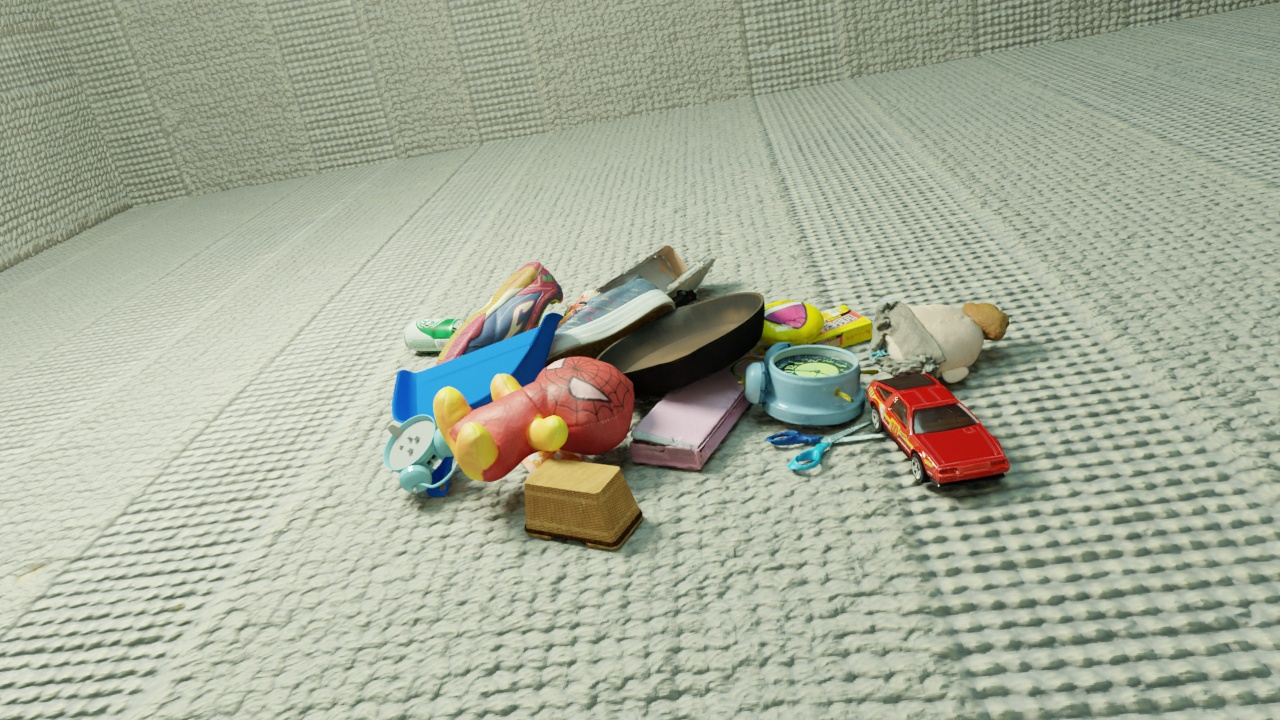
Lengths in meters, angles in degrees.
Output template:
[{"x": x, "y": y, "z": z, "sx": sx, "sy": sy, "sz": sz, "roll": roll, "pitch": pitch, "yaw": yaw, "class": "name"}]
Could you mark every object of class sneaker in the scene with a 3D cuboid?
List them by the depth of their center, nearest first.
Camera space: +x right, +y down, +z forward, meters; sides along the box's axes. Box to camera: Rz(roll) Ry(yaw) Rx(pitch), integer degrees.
[{"x": -0.068, "y": -0.043, "z": 1.248, "sx": 0.235, "sy": 0.088, "sz": 0.079, "roll": -28, "pitch": 62, "yaw": -19, "class": "sneaker"}, {"x": -0.202, "y": -0.042, "z": 1.368, "sx": 0.241, "sy": 0.091, "sz": 0.116, "roll": -49, "pitch": 24, "yaw": -23, "class": "sneaker"}]

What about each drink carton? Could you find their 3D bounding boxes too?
[{"x": -0.098, "y": 0.110, "z": 1.042, "sx": 0.069, "sy": 0.039, "sz": 0.122, "roll": -21, "pitch": 32, "yaw": -19, "class": "drink carton"}]

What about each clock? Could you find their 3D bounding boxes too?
[{"x": -0.244, "y": 0.104, "z": 1.030, "sx": 0.123, "sy": 0.042, "sz": 0.087, "roll": 24, "pitch": 71, "yaw": 47, "class": "clock"}, {"x": 0.182, "y": 0.024, "z": 1.052, "sx": 0.162, "sy": 0.060, "sz": 0.117, "roll": 9, "pitch": 25, "yaw": 27, "class": "clock"}]

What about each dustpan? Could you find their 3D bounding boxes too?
[{"x": -0.218, "y": 0.062, "z": 1.126, "sx": 0.246, "sy": 0.059, "sz": 0.257, "roll": -19, "pitch": 46, "yaw": 21, "class": "dustpan"}]

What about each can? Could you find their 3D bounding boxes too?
[{"x": -0.316, "y": -0.039, "z": 1.432, "sx": 0.101, "sy": 0.053, "sz": 0.053, "roll": 0, "pitch": 27, "yaw": 23, "class": "can"}]

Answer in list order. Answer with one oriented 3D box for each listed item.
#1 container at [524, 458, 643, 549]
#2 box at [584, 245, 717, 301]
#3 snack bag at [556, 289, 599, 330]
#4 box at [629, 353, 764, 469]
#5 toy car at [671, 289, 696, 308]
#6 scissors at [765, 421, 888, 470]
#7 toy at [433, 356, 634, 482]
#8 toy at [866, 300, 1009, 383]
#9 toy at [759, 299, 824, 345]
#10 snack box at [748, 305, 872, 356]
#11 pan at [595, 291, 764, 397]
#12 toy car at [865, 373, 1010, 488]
[{"x": -0.062, "y": 0.140, "z": 0.917, "sx": 0.114, "sy": 0.061, "sz": 0.063, "roll": 3, "pitch": 28, "yaw": 30, "class": "container"}, {"x": 0.013, "y": -0.116, "z": 1.409, "sx": 0.108, "sy": 0.095, "sz": 0.215, "roll": 34, "pitch": 43, "yaw": 17, "class": "box"}, {"x": -0.094, "y": -0.054, "z": 1.392, "sx": 0.087, "sy": 0.044, "sz": 0.154, "roll": -7, "pitch": 28, "yaw": 22, "class": "snack bag"}, {"x": 0.077, "y": 0.048, "z": 1.078, "sx": 0.098, "sy": 0.046, "sz": 0.232, "roll": 3, "pitch": 28, "yaw": 31, "class": "box"}, {"x": 0.054, "y": -0.070, "z": 1.354, "sx": 0.036, "sy": 0.042, "sz": 0.091, "roll": 31, "pitch": 43, "yaw": 19, "class": "toy car"}, {"x": 0.196, "y": 0.081, "z": 0.990, "sx": 0.133, "sy": 0.015, "sz": 0.103, "roll": -22, "pitch": 25, "yaw": -25, "class": "scissors"}, {"x": -0.106, "y": 0.061, "z": 0.996, "sx": 0.216, "sy": 0.099, "sz": 0.147, "roll": -14, "pitch": 40, "yaw": -24, "class": "toy"}, {"x": 0.348, "y": -0.025, "z": 1.079, "sx": 0.176, "sy": 0.076, "sz": 0.132, "roll": -15, "pitch": 53, "yaw": -8, "class": "toy"}, {"x": 0.188, "y": -0.047, "z": 1.177, "sx": 0.095, "sy": 0.041, "sz": 0.094, "roll": -18, "pitch": 31, "yaw": -15, "class": "toy"}, {"x": 0.221, "y": -0.031, "z": 1.210, "sx": 0.152, "sy": 0.025, "sz": 0.075, "roll": -17, "pitch": 25, "yaw": -11, "class": "snack box"}, {"x": -0.007, "y": 0.007, "z": 1.144, "sx": 0.356, "sy": 0.043, "sz": 0.248, "roll": -22, "pitch": 14, "yaw": 7, "class": "pan"}, {"x": 0.295, "y": 0.067, "z": 0.925, "sx": 0.081, "sy": 0.056, "sz": 0.189, "roll": -10, "pitch": 27, "yaw": -4, "class": "toy car"}]
